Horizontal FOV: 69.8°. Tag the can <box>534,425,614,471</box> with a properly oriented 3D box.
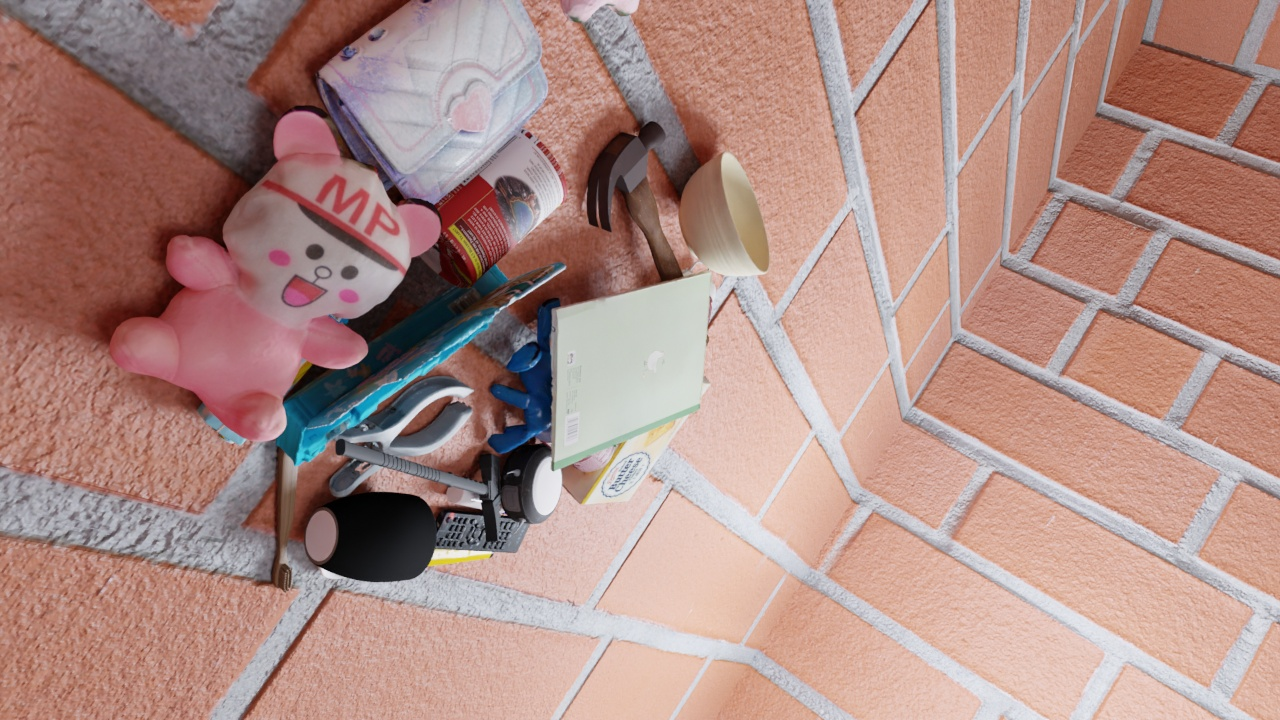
[{"bbox_3d":[-0.078,0.085,1.080,0.063,0.063,0.114,-54,144,-9],"label":"can"}]

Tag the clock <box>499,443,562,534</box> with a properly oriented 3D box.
[{"bbox_3d":[-0.121,0.143,1.074,0.122,0.044,0.091,-33,123,-61],"label":"clock"}]

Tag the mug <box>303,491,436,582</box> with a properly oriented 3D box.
[{"bbox_3d":[-0.268,0.173,0.862,0.119,0.085,0.100,-38,151,25],"label":"mug"}]

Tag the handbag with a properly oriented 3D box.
[{"bbox_3d":[-0.148,-0.203,0.681,0.158,0.069,0.126,-46,149,-19],"label":"handbag"}]

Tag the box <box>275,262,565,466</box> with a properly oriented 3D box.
[{"bbox_3d":[-0.184,-0.010,0.748,0.226,0.056,0.186,-41,-173,-34],"label":"box"}]

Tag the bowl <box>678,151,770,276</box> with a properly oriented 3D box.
[{"bbox_3d":[0.092,-0.164,1.088,0.151,0.075,0.150,46,36,-48],"label":"bowl"}]

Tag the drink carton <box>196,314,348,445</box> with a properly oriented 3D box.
[{"bbox_3d":[-0.278,0.004,0.692,0.128,0.044,0.038,-53,125,-13],"label":"drink carton"}]

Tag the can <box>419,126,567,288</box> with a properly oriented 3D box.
[{"bbox_3d":[-0.130,-0.129,0.761,0.116,0.087,0.087,-47,151,-22],"label":"can"}]

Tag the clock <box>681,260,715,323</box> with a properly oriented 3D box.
[{"bbox_3d":[0.053,-0.064,1.186,0.096,0.048,0.138,5,115,-61],"label":"clock"}]

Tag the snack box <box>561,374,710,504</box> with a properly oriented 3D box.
[{"bbox_3d":[-0.010,0.089,1.172,0.104,0.057,0.208,7,122,-52],"label":"snack box"}]

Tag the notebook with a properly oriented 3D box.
[{"bbox_3d":[-0.006,0.006,1.029,0.251,0.010,0.182,-19,119,-45],"label":"notebook"}]

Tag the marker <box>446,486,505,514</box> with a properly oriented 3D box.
[{"bbox_3d":[-0.174,0.159,1.050,0.027,0.023,0.133,-19,159,17],"label":"marker"}]

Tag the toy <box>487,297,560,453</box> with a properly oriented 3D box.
[{"bbox_3d":[-0.117,0.029,0.974,0.112,0.071,0.177,-35,146,-59],"label":"toy"}]

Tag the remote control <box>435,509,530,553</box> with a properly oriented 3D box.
[{"bbox_3d":[-0.187,0.196,1.061,0.150,0.022,0.047,22,94,-56],"label":"remote control"}]

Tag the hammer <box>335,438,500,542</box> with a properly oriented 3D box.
[{"bbox_3d":[-0.198,0.114,0.867,0.325,0.015,0.095,48,36,-71],"label":"hammer"}]

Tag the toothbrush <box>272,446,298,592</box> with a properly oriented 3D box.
[{"bbox_3d":[-0.312,0.140,0.807,0.016,0.016,0.167,-25,137,-50],"label":"toothbrush"}]

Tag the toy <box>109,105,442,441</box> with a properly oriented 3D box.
[{"bbox_3d":[-0.244,-0.056,0.631,0.142,0.084,0.213,39,86,-28],"label":"toy"}]

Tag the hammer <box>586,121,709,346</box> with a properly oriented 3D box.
[{"bbox_3d":[0.024,-0.118,1.043,0.115,0.033,0.323,-50,141,-19],"label":"hammer"}]

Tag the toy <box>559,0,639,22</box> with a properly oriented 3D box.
[{"bbox_3d":[-0.033,-0.334,0.761,0.098,0.053,0.096,-32,130,-48],"label":"toy"}]

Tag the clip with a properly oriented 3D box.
[{"bbox_3d":[-0.227,0.078,0.875,0.162,0.028,0.108,-26,137,-47],"label":"clip"}]

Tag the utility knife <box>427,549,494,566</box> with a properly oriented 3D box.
[{"bbox_3d":[-0.217,0.218,1.049,0.162,0.017,0.030,12,89,-62],"label":"utility knife"}]
